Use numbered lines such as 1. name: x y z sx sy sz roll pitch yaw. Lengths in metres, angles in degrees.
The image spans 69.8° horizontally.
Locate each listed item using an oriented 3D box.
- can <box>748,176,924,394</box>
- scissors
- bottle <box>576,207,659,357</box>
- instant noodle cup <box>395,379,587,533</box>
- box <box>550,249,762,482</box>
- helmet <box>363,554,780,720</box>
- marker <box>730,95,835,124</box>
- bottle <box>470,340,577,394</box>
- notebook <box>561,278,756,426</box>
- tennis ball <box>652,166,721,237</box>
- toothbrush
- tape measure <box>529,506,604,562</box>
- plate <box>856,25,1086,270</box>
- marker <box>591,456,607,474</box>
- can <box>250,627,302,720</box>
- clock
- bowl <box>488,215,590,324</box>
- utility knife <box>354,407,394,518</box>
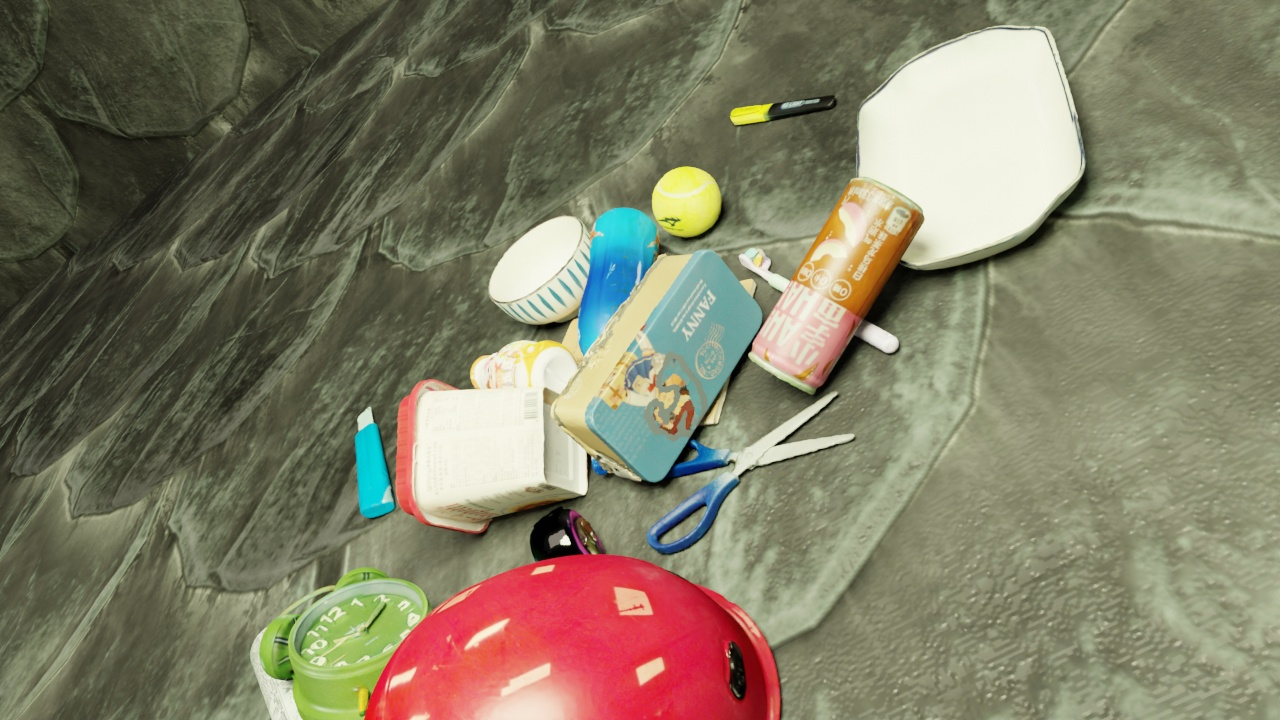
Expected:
1. can: 0.136 -0.052 0.640 0.147 0.058 0.058 -60 35 8
2. scissors: 0.064 0.072 0.655 0.163 0.012 0.161 -50 37 -13
3. bottle: -0.021 -0.046 0.794 0.065 0.065 0.218 -23 39 25
4. instant noodle cup: -0.114 0.073 0.731 0.124 0.116 0.116 -9 71 21
5. box: 0.018 -0.002 0.693 0.061 0.090 0.184 8 60 54
6. helmet: -0.051 0.197 0.506 0.240 0.144 0.207 -38 45 -2
7. marker: 0.141 -0.251 0.915 0.124 0.015 0.018 4 59 44
8. bottle: -0.107 0.014 0.820 0.109 0.063 0.063 1 54 45
9. notebook: -0.005 0.005 0.793 0.208 0.008 0.147 -10 47 37
10. tennis ball: 0.043 -0.148 0.856 0.066 0.065 0.065 -25 39 22
11. toothbrush: 0.135 -0.048 0.707 0.189 0.029 0.021 44 127 53
12. tape measure: -0.050 0.135 0.658 0.039 0.057 0.057 -34 28 9
13. plate: 0.248 -0.162 0.704 0.162 0.034 0.265 -19 41 29
14. marker: -0.034 0.036 0.766 0.017 0.017 0.145 -28 39 19
15. can: -0.265 0.264 0.726 0.058 0.058 0.147 -49 36 -10
16. clock: -0.214 0.211 0.688 0.161 0.056 0.115 12 30 39
17. bowl: -0.086 -0.080 0.908 0.117 0.066 0.116 -26 38 21
18. utility knife: -0.278 0.099 0.945 0.034 0.018 0.187 -30 35 -2
